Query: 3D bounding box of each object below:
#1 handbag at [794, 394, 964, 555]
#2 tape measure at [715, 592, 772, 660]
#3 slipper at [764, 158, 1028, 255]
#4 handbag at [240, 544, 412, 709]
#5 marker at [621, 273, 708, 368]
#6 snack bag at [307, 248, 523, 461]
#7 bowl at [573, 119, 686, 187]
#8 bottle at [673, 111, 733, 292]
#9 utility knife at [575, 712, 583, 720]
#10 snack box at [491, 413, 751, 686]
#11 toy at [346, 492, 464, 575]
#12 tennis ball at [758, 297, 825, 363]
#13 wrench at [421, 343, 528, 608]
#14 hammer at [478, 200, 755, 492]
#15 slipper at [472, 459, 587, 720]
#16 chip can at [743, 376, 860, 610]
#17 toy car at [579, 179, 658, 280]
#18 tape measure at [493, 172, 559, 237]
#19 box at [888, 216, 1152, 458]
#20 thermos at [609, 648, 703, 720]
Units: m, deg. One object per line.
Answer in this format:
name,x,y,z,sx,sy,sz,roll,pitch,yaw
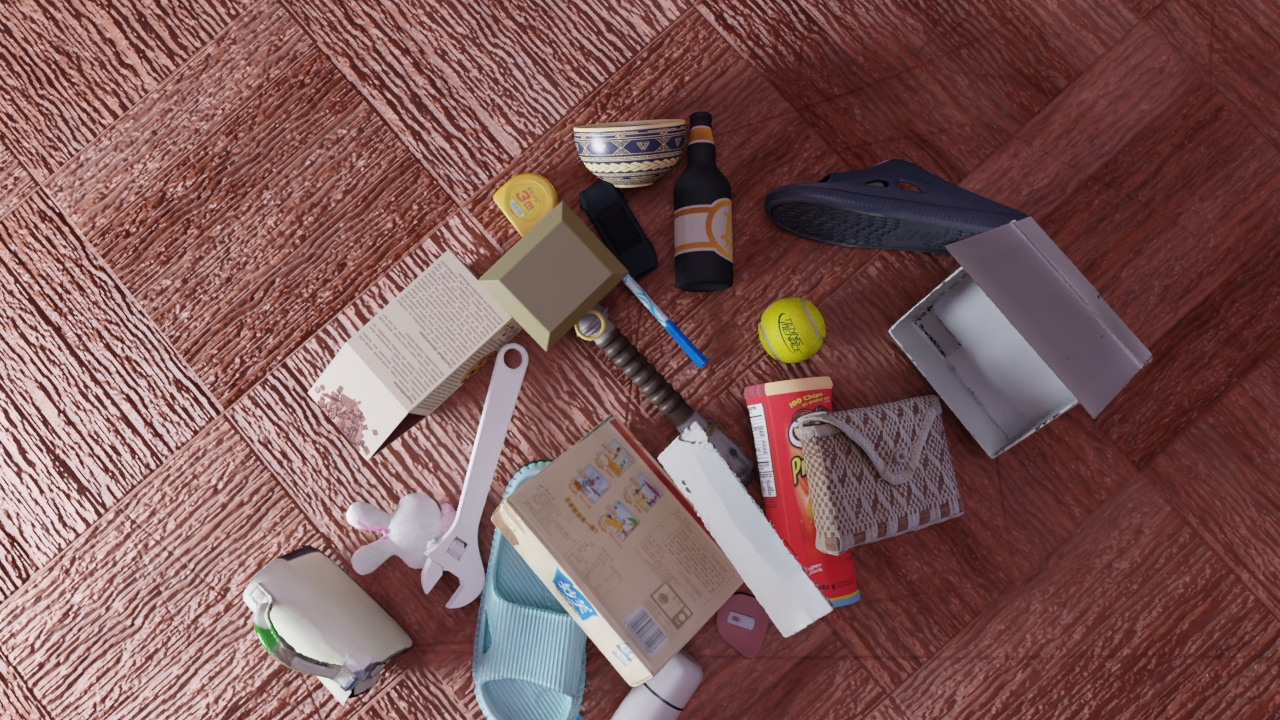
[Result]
handbag,0.230,0.102,0.862,0.185,0.047,0.124,-7,86,-34
tape measure,0.099,0.261,0.911,0.051,0.019,0.059,17,85,5
slipper,0.260,-0.159,0.905,0.268,0.111,0.083,9,81,1
handbag,-0.311,0.256,0.856,0.151,0.176,0.074,41,89,6
marker,0.018,-0.047,0.937,0.013,0.013,0.142,-42,95,-2
snack bag,-0.231,-0.003,0.932,0.206,0.070,0.094,-43,83,-2
bowl,-0.009,-0.208,0.929,0.112,0.112,0.061,-3,107,3
bottle,0.063,-0.164,0.938,0.059,0.059,0.181,-1,84,3
utility knife,-0.096,0.292,0.921,0.031,0.015,0.207,-19,83,-2
snack box,-0.017,0.175,0.872,0.207,0.055,0.152,48,54,7
toy,-0.230,0.173,0.927,0.125,0.037,0.076,-5,80,-19
tennis ball,0.151,-0.030,0.916,0.065,0.065,0.065,0,84,3
wrench,-0.161,0.113,0.929,0.066,0.018,0.273,19,79,-23
hammer,-0.005,0.005,0.889,0.100,0.190,0.325,-44,101,-2
slipper,-0.103,0.232,0.891,0.116,0.069,0.276,4,78,4
chip can,0.157,0.126,0.889,0.087,0.087,0.213,-7,84,2
toy car,-0.023,-0.137,0.953,0.046,0.034,0.112,-30,83,0
tape measure,-0.116,-0.166,0.963,0.059,0.030,0.068,-38,85,-1
box,0.361,-0.083,0.675,0.233,0.529,0.167,-35,76,-5
thermos,-0.019,0.378,0.888,0.052,0.052,0.224,35,87,6
